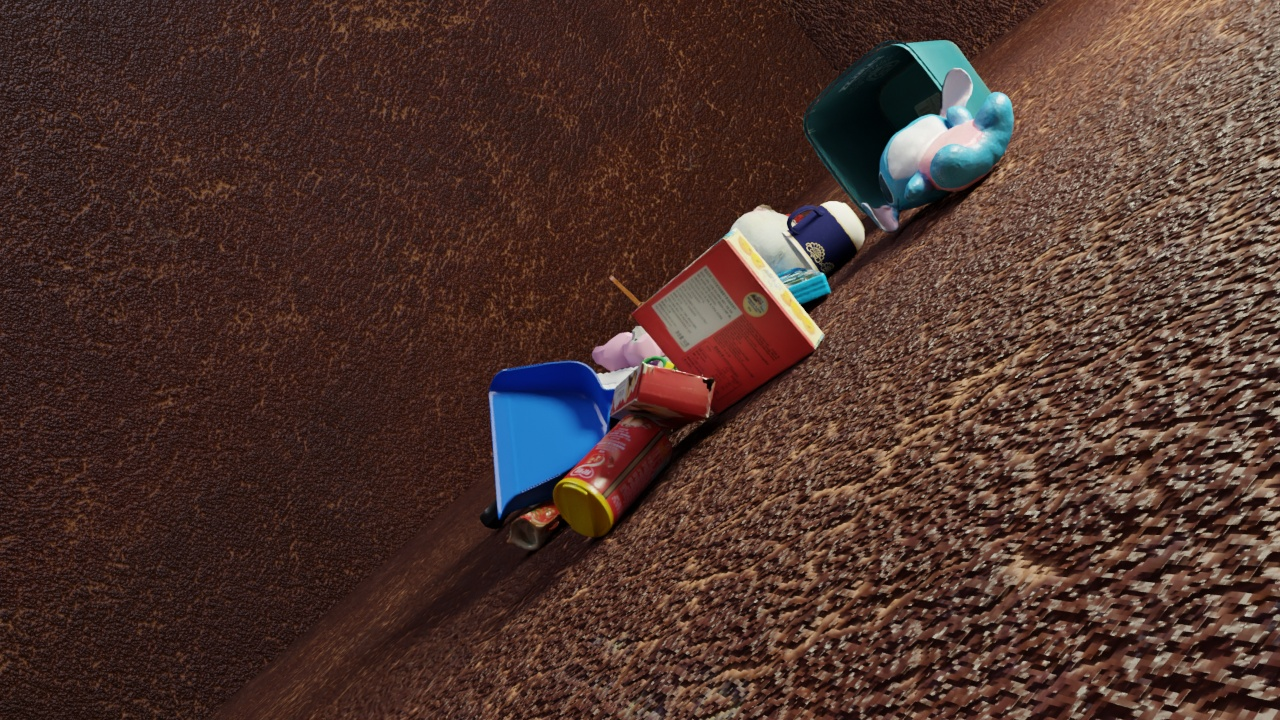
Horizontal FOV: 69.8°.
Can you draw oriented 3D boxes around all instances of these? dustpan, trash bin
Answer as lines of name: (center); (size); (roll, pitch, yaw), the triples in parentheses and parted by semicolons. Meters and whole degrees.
dustpan: (-0.064, 0.075, 1.170); (0.257, 0.060, 0.245); (-9, 39, -5)
trash bin: (0.391, -0.351, 1.325); (0.197, 0.199, 0.218); (-36, -1, 43)

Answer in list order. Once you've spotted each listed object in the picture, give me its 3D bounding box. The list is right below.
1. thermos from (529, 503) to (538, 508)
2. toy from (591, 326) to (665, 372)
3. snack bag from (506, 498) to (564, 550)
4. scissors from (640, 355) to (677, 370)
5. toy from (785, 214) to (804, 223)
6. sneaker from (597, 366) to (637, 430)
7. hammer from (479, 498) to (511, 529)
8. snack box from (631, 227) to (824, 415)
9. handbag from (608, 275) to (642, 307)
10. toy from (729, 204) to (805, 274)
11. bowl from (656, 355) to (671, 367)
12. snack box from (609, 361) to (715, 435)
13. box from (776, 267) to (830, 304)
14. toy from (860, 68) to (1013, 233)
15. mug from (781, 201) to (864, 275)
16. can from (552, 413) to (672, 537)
thermos: (-0.083, 0.126, 1.349); (0.101, 0.068, 0.229); (-19, 16, 42)
toy: (-0.008, 0.008, 1.328); (0.067, 0.123, 0.158); (-27, 15, -26)
snack bag: (-0.101, 0.181, 1.137); (0.087, 0.044, 0.154); (-23, 6, 32)
scissors: (0.061, 0.016, 1.211); (0.132, 0.108, 0.012); (-20, -19, 11)
toy: (0.203, -0.157, 1.518); (0.217, 0.099, 0.147); (-39, 15, 33)
sneaker: (-0.077, 0.076, 1.293); (0.245, 0.092, 0.110); (-5, 43, 35)
hammer: (-0.143, 0.157, 1.494); (0.312, 0.035, 0.139); (-47, -28, 5)
snack box: (0.088, -0.037, 0.943); (0.145, 0.142, 0.040); (-37, 4, 36)
handbag: (0.033, -0.057, 1.296); (0.043, 0.196, 0.093); (-46, 6, 1)
toy: (0.176, -0.140, 1.390); (0.180, 0.139, 0.101); (-49, 18, 20)
bowl: (0.030, 0.014, 1.485); (0.174, 0.068, 0.174); (-42, 5, 4)
snack box: (0.016, 0.046, 0.981); (0.273, 0.076, 0.044); (137, 147, -80)
box: (0.160, -0.069, 1.232); (0.175, 0.060, 0.243); (-40, 3, 7)
toy: (0.358, -0.250, 1.081); (0.224, 0.099, 0.191); (-55, 12, -8)
mug: (0.248, -0.175, 1.243); (0.089, 0.112, 0.085); (-37, 40, 7)
can: (-0.026, 0.112, 0.911); (0.067, 0.066, 0.124); (-36, 6, 48)
